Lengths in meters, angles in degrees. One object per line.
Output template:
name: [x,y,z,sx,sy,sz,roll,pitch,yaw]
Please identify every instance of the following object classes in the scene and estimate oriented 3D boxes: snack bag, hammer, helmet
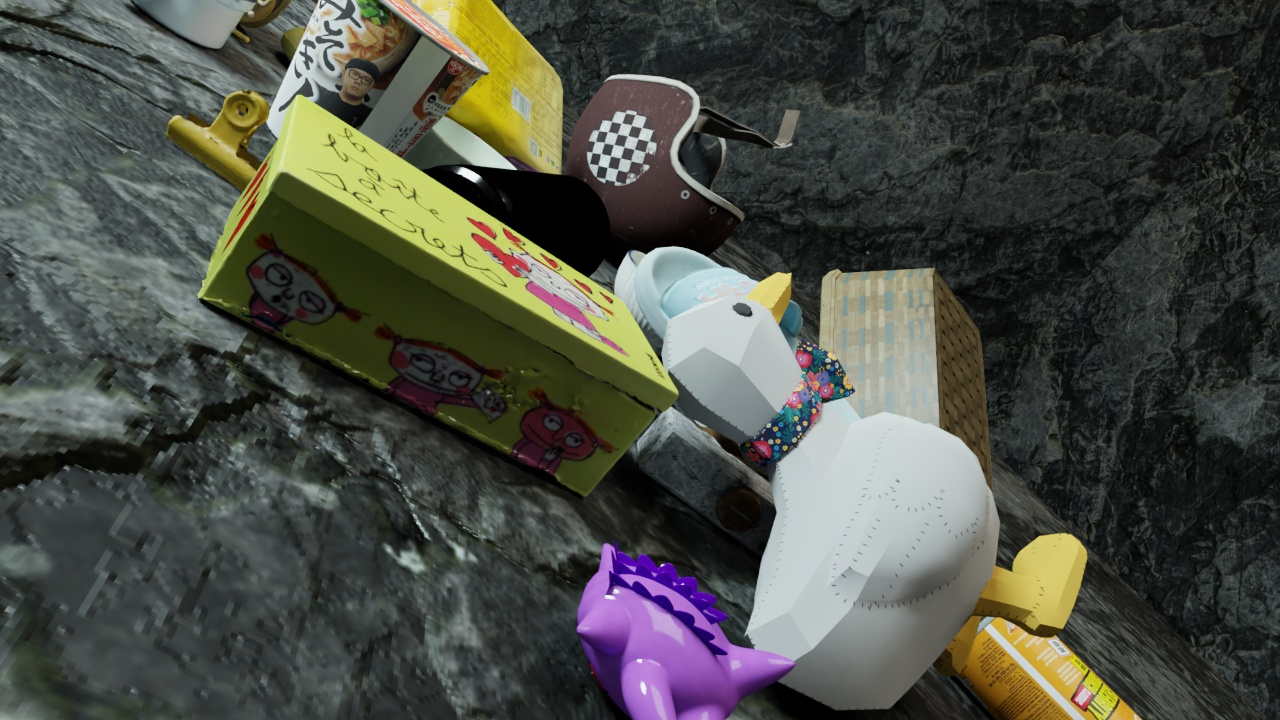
snack bag: [-0.146,-0.252,0.862,0.247,0.068,0.159,33,56,-61]
hammer: [0.089,0.075,0.733,0.217,0.037,0.300,37,13,-12]
helmet: [0.034,-0.236,1.112,0.234,0.253,0.233,18,3,15]

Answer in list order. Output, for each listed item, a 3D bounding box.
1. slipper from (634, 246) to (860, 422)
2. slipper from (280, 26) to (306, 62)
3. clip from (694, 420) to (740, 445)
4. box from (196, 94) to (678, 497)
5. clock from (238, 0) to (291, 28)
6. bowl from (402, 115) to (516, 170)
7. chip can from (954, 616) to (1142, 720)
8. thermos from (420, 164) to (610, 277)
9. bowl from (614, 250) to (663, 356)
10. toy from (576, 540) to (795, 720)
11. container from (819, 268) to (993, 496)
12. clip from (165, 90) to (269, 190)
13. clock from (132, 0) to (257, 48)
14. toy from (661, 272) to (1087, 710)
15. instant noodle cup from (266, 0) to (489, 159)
slipper: [0.095,-0.015,0.741,0.103,0.074,0.245,-16,55,-40]
slipper: [-0.239,-0.268,0.864,0.190,0.082,0.091,25,17,-39]
clip: [0.073,0.037,0.646,0.056,0.046,0.101,29,11,10]
box: [-0.098,-0.031,0.472,0.221,0.082,0.124,34,15,-28]
clock: [-0.336,-0.344,0.760,0.159,0.117,0.081,39,15,31]
bowl: [-0.147,-0.146,0.750,0.117,0.061,0.117,37,13,-11]
chip can: [0.314,0.268,0.625,0.215,0.075,0.075,47,15,30]
thermos: [-0.097,-0.086,0.615,0.086,0.086,0.198,42,20,10]
bowl: [0.019,-0.044,0.867,0.118,0.062,0.118,34,15,-11]
toy: [0.011,0.111,0.353,0.088,0.056,0.106,41,13,-4]
container: [0.200,0.050,0.830,0.157,0.187,0.249,40,47,-38]
clip: [-0.228,-0.128,0.513,0.054,0.049,0.044,36,-21,-12]
clock: [-0.341,-0.280,0.669,0.117,0.057,0.083,22,23,-52]
toy: [0.112,0.079,0.524,0.267,0.141,0.245,36,45,-7]
instant noodle cup: [-0.193,-0.195,0.650,0.123,0.122,0.123,37,14,-11]
